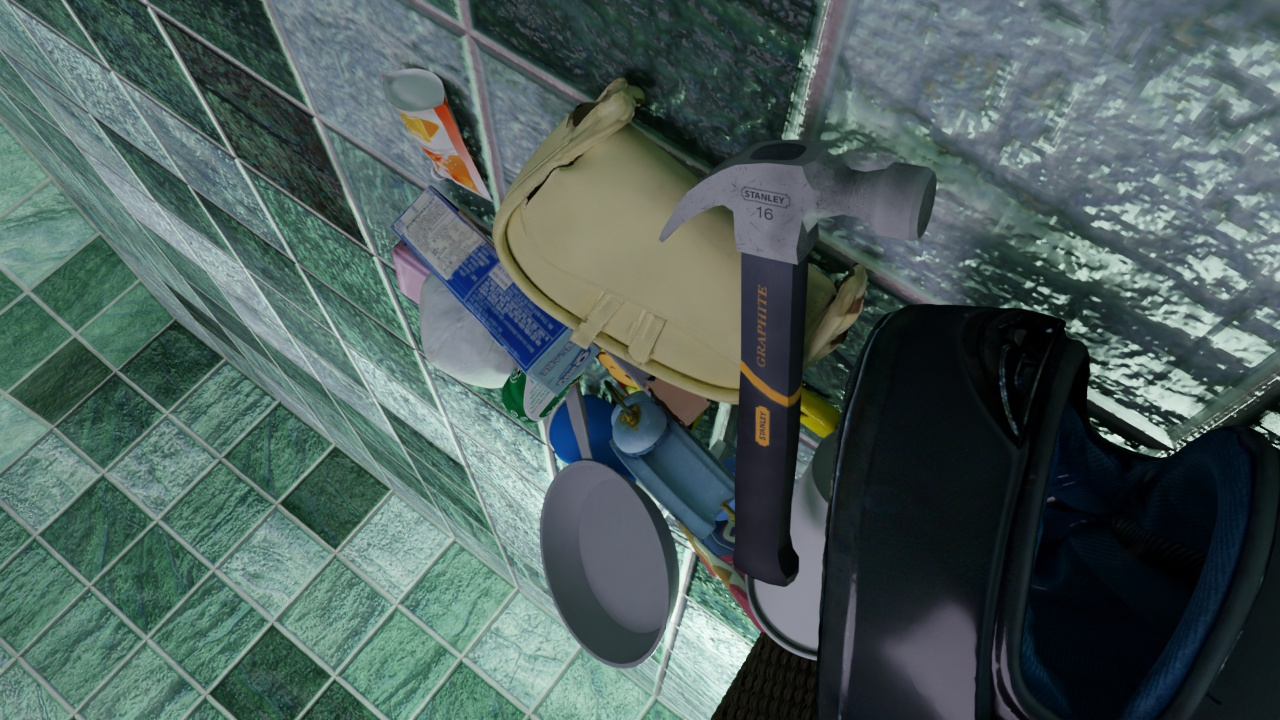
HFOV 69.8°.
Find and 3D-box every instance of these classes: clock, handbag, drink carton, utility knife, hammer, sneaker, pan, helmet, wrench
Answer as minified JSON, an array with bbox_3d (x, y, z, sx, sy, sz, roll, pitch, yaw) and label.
[{"bbox_3d":[0.020,0.081,0.782,0.162,0.060,0.118,46,-179,-11],"label":"clock"},{"bbox_3d":[0.017,-0.062,0.593,0.233,0.088,0.191,38,152,3],"label":"handbag"},{"bbox_3d":[-0.161,-0.176,0.740,0.069,0.038,0.122,30,162,22],"label":"drink carton"},{"bbox_3d":[0.065,-0.006,0.715,0.213,0.020,0.029,35,158,19],"label":"utility knife"},{"bbox_3d":[0.083,0.022,0.541,0.139,0.035,0.313,16,131,25],"label":"hammer"},{"bbox_3d":[0.113,0.199,0.967,0.116,0.091,0.242,55,173,-21],"label":"sneaker"},{"bbox_3d":[-0.043,0.118,0.889,0.201,0.050,0.356,-7,90,50],"label":"pan"},{"bbox_3d":[0.226,0.131,0.444,0.236,0.248,0.317,10,120,29],"label":"helmet"},{"bbox_3d":[0.048,0.134,0.978,0.009,0.047,0.274,31,155,2],"label":"wrench"}]

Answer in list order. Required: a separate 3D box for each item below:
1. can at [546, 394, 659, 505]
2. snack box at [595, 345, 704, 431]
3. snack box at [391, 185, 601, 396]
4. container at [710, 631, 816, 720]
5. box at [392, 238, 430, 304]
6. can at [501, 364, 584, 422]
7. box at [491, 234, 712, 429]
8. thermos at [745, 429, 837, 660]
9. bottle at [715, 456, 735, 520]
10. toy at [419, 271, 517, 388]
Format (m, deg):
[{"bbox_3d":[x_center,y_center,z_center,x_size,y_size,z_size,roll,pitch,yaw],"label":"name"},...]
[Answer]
[{"bbox_3d":[-0.023,0.090,0.956,0.146,0.078,0.079,22,152,38],"label":"can"},{"bbox_3d":[-0.005,0.005,0.835,0.061,0.025,0.149,4,139,55],"label":"snack box"},{"bbox_3d":[-0.126,-0.063,0.776,0.226,0.059,0.059,44,-178,31],"label":"snack box"},{"bbox_3d":[0.193,0.381,0.868,0.176,0.320,0.205,46,151,-14],"label":"container"},{"bbox_3d":[-0.172,-0.045,1.001,0.233,0.037,0.098,35,153,11],"label":"box"},{"bbox_3d":[-0.090,0.016,0.849,0.053,0.053,0.101,41,136,-2],"label":"can"},{"bbox_3d":[-0.025,-0.037,0.728,0.216,0.063,0.081,46,179,-5],"label":"box"},{"bbox_3d":[0.158,0.144,0.727,0.131,0.131,0.222,32,149,20],"label":"thermos"},{"bbox_3d":[0.089,0.117,0.867,0.048,0.048,0.131,38,158,5],"label":"bottle"},{"bbox_3d":[-0.144,-0.047,0.879,0.180,0.101,0.139,-30,94,42],"label":"toy"}]
